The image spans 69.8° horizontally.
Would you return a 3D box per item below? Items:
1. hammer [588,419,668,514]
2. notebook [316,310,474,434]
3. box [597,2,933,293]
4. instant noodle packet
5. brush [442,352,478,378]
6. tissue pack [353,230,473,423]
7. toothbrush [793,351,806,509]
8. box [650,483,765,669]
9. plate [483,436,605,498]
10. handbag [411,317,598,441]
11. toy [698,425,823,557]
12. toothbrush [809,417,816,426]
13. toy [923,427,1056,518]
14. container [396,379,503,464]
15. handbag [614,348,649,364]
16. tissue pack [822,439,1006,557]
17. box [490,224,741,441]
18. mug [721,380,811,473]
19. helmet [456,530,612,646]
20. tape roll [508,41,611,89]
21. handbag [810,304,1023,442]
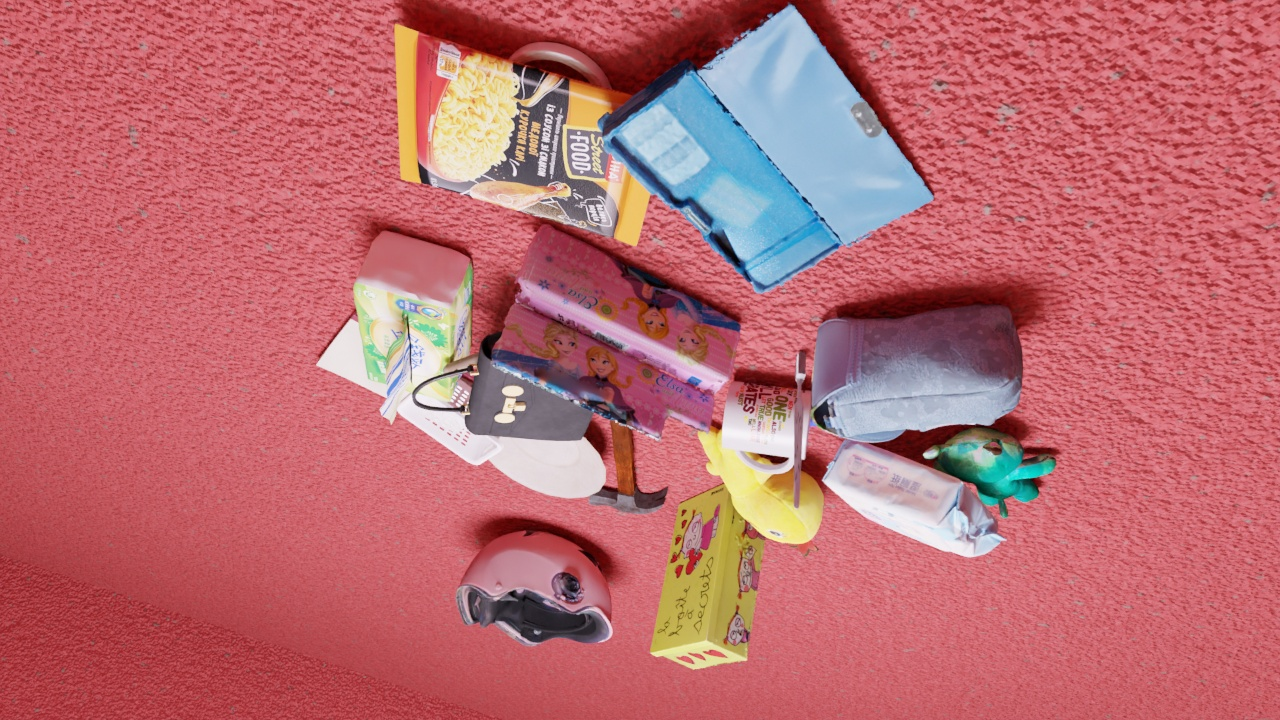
[{"bbox_3d":[-0.022,0.120,1.189,0.111,0.028,0.301,10,145,10],"label":"hammer"},{"bbox_3d":[-0.294,0.022,1.171,0.208,0.012,0.153,30,142,-21],"label":"notebook"},{"bbox_3d":[0.104,-0.156,0.724,0.175,0.033,0.231,-28,135,26],"label":"box"},{"bbox_3d":[-0.095,-0.179,0.760,0.221,0.032,0.160,16,144,-1],"label":"instant noodle packet"},{"bbox_3d":[-0.141,-0.016,0.985,0.151,0.012,0.039,-23,152,-9],"label":"brush"},{"bbox_3d":[-0.249,-0.018,0.980,0.120,0.141,0.198,12,146,4],"label":"tissue pack"},{"bbox_3d":[0.156,0.064,0.902,0.010,0.181,0.010,7,142,2],"label":"toothbrush"},{"bbox_3d":[0.093,0.285,1.208,0.081,0.220,0.125,31,145,-21],"label":"box"},{"bbox_3d":[-0.129,0.114,1.207,0.189,0.027,0.189,15,141,13],"label":"plate"},{"bbox_3d":[-0.147,0.027,0.993,0.195,0.072,0.176,-5,151,-20],"label":"handbag"},{"bbox_3d":[0.150,0.153,1.116,0.207,0.092,0.134,40,167,-21],"label":"toy"},{"bbox_3d":[0.195,0.071,1.041,0.183,0.018,0.016,-17,110,38],"label":"toothbrush"},{"bbox_3d":[0.382,0.124,1.004,0.131,0.072,0.193,-12,147,33],"label":"toy"},{"bbox_3d":[-0.228,0.067,1.141,0.129,0.049,0.081,38,140,-17],"label":"container"},{"bbox_3d":[-0.006,0.006,1.027,0.055,0.029,0.120,9,151,14],"label":"handbag"},{"bbox_3d":[0.301,0.156,1.018,0.182,0.070,0.112,22,167,46],"label":"tissue pack"},{"bbox_3d":[-0.018,-0.017,0.875,0.230,0.159,0.035,25,147,-15],"label":"box"},{"bbox_3d":[0.140,0.078,1.013,0.090,0.073,0.105,7,119,12],"label":"mug"},{"bbox_3d":[-0.159,0.366,1.481,0.255,0.152,0.231,17,143,-4],"label":"helmet"},{"bbox_3d":[-0.068,-0.215,0.743,0.093,0.013,0.093,11,145,7],"label":"tape roll"},{"bbox_3d":[0.255,0.017,0.858,0.192,0.121,0.119,-7,139,22],"label":"handbag"}]
